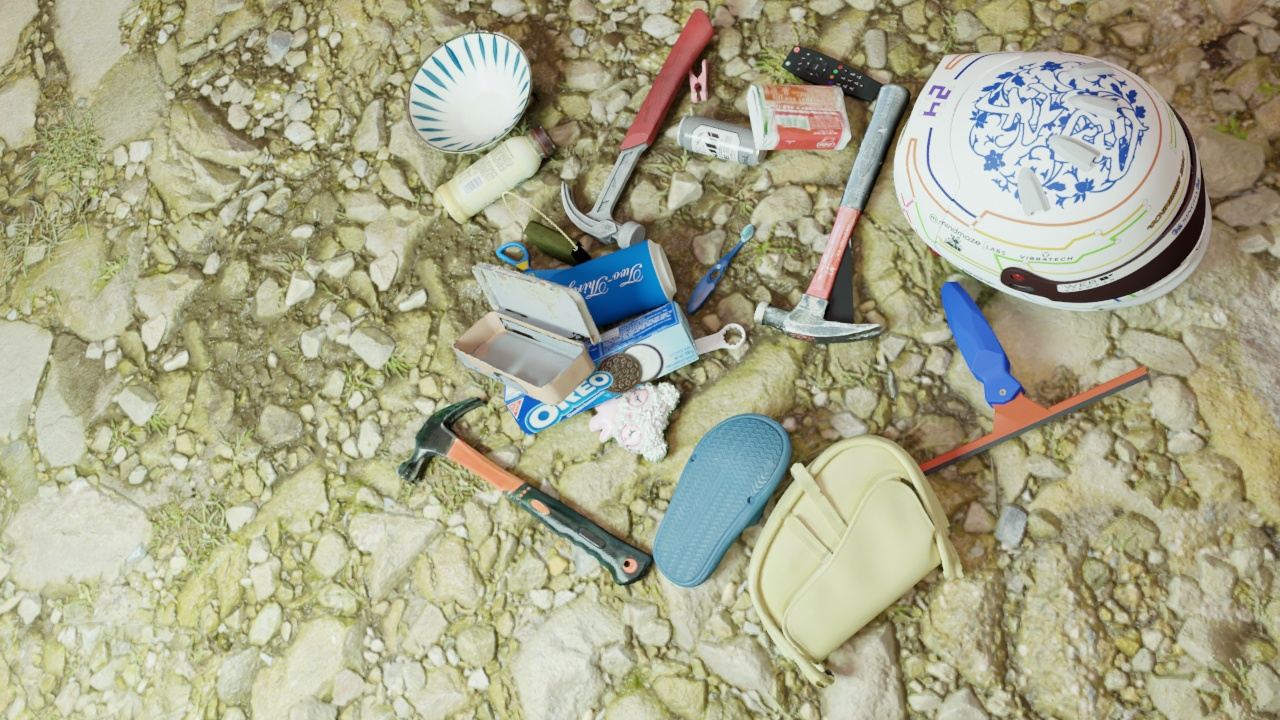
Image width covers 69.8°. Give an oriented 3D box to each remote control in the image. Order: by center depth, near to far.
[{"bbox_3d":[0.235,-0.351,1.126,0.125,0.010,0.039,31,85,21],"label":"remote control"}]

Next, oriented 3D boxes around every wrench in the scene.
[{"bbox_3d":[-0.006,0.006,1.096,0.274,0.009,0.047,-17,71,11],"label":"wrench"}]

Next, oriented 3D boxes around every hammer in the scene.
[{"bbox_3d":[0.252,-0.171,1.060,0.140,0.036,0.325,18,80,21],"label":"hammer"},{"bbox_3d":[-0.131,0.161,1.079,0.333,0.033,0.133,30,84,20],"label":"hammer"},{"bbox_3d":[0.006,-0.298,1.153,0.126,0.036,0.315,26,88,24],"label":"hammer"}]

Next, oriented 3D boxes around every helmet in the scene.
[{"bbox_3d":[0.409,-0.181,0.909,0.315,0.236,0.231,25,85,20],"label":"helmet"}]

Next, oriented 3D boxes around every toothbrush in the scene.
[{"bbox_3d":[0.095,-0.110,1.096,0.021,0.016,0.132,35,86,24],"label":"toothbrush"}]

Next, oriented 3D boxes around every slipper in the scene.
[{"bbox_3d":[0.087,0.151,1.005,0.104,0.059,0.214,38,101,30],"label":"slipper"}]

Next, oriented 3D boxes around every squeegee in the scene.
[{"bbox_3d":[0.363,-0.008,0.970,0.250,0.055,0.184,-29,56,21],"label":"squeegee"}]

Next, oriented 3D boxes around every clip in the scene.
[{"bbox_3d":[0.069,-0.356,1.170,0.037,0.022,0.058,-6,75,10],"label":"clip"}]

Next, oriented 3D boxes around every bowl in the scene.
[{"bbox_3d":[-0.215,-0.341,1.219,0.177,0.071,0.177,-4,73,14],"label":"bowl"}]

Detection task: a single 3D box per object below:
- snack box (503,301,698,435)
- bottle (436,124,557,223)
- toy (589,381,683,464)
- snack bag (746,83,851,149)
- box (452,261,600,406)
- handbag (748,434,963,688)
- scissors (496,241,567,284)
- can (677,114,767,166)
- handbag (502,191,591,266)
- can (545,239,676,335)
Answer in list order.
[{"bbox_3d":[-0.046,0.009,1.061,0.226,0.059,0.059,-24,31,8],"label":"snack box"},{"bbox_3d":[-0.184,-0.244,1.191,0.162,0.056,0.056,-33,69,4],"label":"bottle"},{"bbox_3d":[-0.012,0.065,1.066,0.109,0.041,0.095,8,77,20],"label":"toy"},{"bbox_3d":[0.187,-0.288,1.086,0.116,0.036,0.077,-3,71,-13],"label":"snack bag"},{"bbox_3d":[-0.144,-0.033,1.053,0.216,0.096,0.104,20,63,48],"label":"box"},{"bbox_3d":[0.208,0.196,0.942,0.233,0.088,0.191,-41,74,3],"label":"handbag"},{"bbox_3d":[-0.141,-0.097,1.161,0.132,0.019,0.105,31,89,21],"label":"scissors"},{"bbox_3d":[0.101,-0.270,1.124,0.107,0.044,0.044,19,81,20],"label":"can"},{"bbox_3d":[-0.116,-0.160,1.083,0.084,0.178,0.027,26,83,20],"label":"handbag"},{"bbox_3d":[-0.036,-0.085,1.093,0.146,0.079,0.079,-19,71,10],"label":"can"}]
